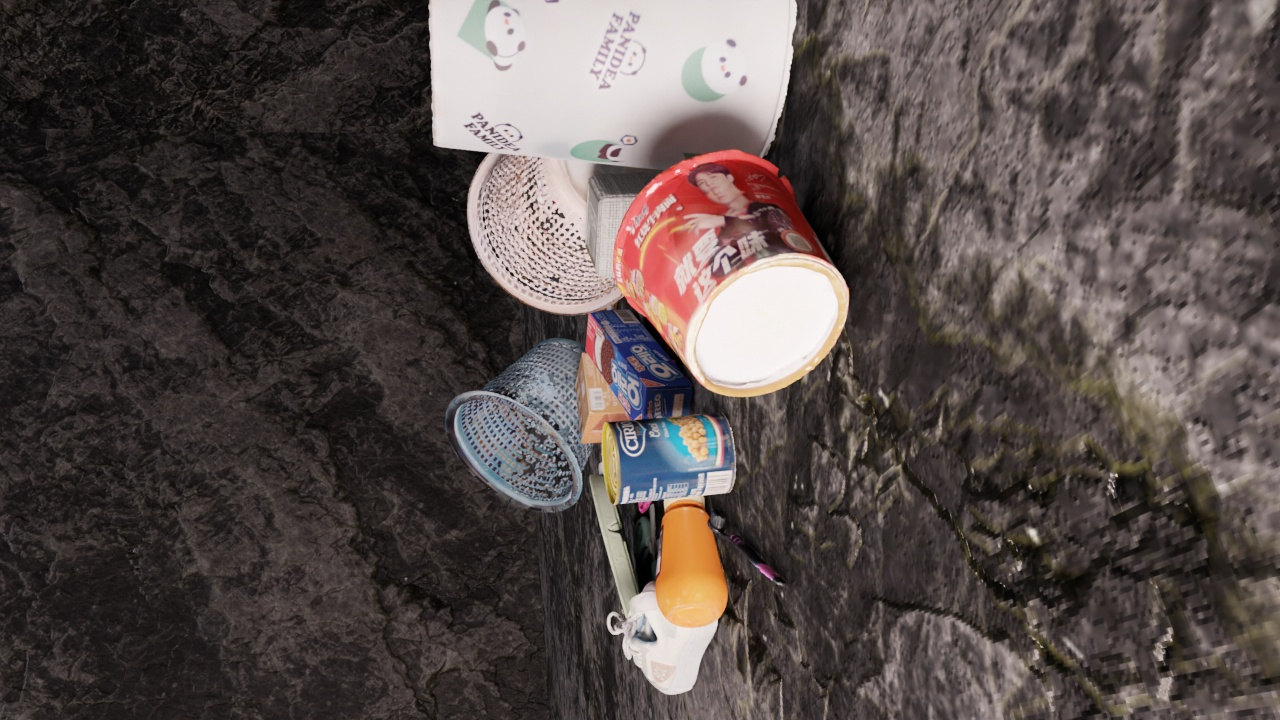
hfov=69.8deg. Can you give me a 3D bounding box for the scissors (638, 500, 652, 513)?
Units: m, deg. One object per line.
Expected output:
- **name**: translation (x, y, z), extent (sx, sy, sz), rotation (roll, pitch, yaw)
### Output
- **scissors**: translation (0.022, 0.118, 1.028), extent (0.133, 0.017, 0.136), rotation (-102, 33, -66)

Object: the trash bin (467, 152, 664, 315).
- **trash bin**: translation (-0.056, -0.180, 0.994), extent (0.192, 0.227, 0.227), rotation (155, 113, -64)

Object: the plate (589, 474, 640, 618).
- **plate**: translation (-0.025, 0.256, 1.191), extent (0.230, 0.027, 0.230), rotation (164, 92, -86)

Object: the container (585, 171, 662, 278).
- **container**: translation (0.010, -0.126, 0.854), extent (0.090, 0.114, 0.090), rotation (-114, 25, -61)

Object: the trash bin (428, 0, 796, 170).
- **trash bin**: translation (-0.036, -0.258, 0.718), extent (0.230, 0.251, 0.229), rotation (178, 91, -78)

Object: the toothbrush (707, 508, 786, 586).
- **toothbrush**: translation (0.088, 0.157, 0.782), extent (0.189, 0.014, 0.018), rotation (-157, 78, -77)

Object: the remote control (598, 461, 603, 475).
- **remote control**: translation (-0.015, 0.131, 1.167), extent (0.150, 0.058, 0.021), rotation (137, 133, -74)

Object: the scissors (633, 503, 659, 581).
- **scissors**: translation (0.014, 0.265, 1.152), extent (0.170, 0.019, 0.174), rotation (146, 120, -78)

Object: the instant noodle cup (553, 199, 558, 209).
- **instant noodle cup**: translation (-0.054, -0.241, 1.190), extent (0.123, 0.116, 0.116), rotation (-97, 5, -88)

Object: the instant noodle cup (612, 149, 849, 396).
- **instant noodle cup**: translation (0.062, -0.052, 0.595), extent (0.108, 0.137, 0.138), rotation (-117, 26, -47)

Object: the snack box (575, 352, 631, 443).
- **snack box**: translation (-0.042, 0.050, 1.235), extent (0.095, 0.077, 0.092), rotation (109, 156, -58)

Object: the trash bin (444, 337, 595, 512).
- **trash bin**: translation (-0.142, 0.077, 1.359), extent (0.194, 0.227, 0.227), rotation (-54, -18, -41)

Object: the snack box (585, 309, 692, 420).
- **snack box**: translation (-0.006, 0.006, 1.034), extent (0.207, 0.057, 0.058), rotation (-128, 40, -56)

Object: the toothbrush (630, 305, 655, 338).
- **toothbrush**: translation (0.007, -0.045, 1.114), extent (0.027, 0.026, 0.212), rotation (-39, 46, 29)

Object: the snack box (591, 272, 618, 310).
- **snack box**: translation (-0.052, -0.109, 1.384), extent (0.154, 0.026, 0.075), rotation (103, 161, -51)

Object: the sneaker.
- **sneaker**: translation (0.013, 0.299, 0.978), extent (0.243, 0.090, 0.089), rotation (103, 162, -54)

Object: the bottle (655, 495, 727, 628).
- **bottle**: translation (0.046, 0.178, 0.883), extent (0.067, 0.066, 0.149), rotation (101, 170, -47)

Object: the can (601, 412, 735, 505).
- **can**: translation (0.025, 0.088, 0.832), extent (0.075, 0.111, 0.075), rotation (175, 91, -79)
